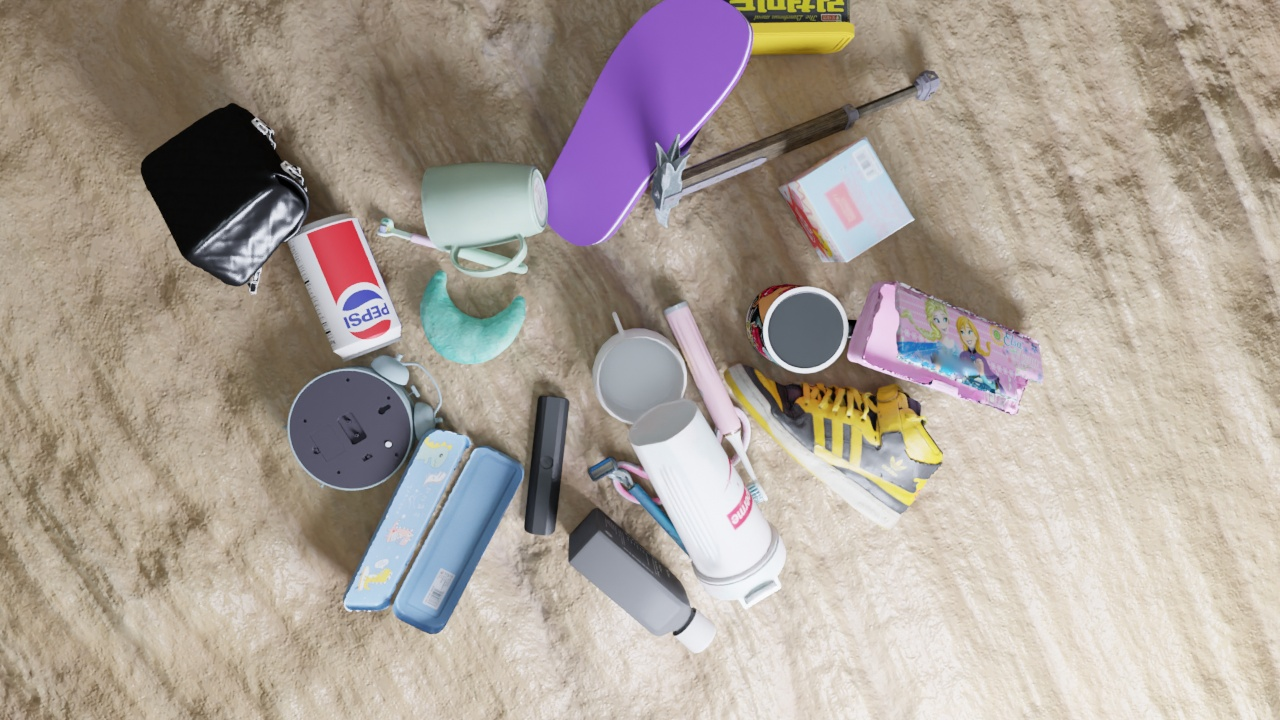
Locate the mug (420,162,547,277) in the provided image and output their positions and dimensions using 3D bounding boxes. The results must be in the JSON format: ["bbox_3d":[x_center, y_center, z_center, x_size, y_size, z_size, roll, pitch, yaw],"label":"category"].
[{"bbox_3d":[-0.146,-0.135,0.877,0.104,0.084,0.111,-3,78,9],"label":"mug"}]

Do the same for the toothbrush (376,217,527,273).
[{"bbox_3d":[-0.189,-0.114,0.926,0.155,0.015,0.022,16,65,-4],"label":"toothbrush"}]

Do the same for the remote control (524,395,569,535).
[{"bbox_3d":[-0.098,0.109,0.955,0.033,0.015,0.147,6,96,-3],"label":"remote control"}]

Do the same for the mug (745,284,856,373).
[{"bbox_3d":[0.171,-0.033,0.910,0.118,0.098,0.082,2,96,-3],"label":"mug"}]

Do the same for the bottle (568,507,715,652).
[{"bbox_3d":[0.004,0.232,0.941,0.174,0.083,0.046,42,93,-7],"label":"bottle"}]

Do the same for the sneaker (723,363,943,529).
[{"bbox_3d":[0.204,0.057,0.927,0.238,0.086,0.122,41,99,-10],"label":"sneaker"}]

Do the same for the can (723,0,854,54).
[{"bbox_3d":[0.136,-0.356,0.886,0.131,0.072,0.101,-2,94,-3],"label":"can"}]

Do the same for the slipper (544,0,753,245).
[{"bbox_3d":[0.008,-0.231,0.895,0.107,0.083,0.267,41,112,8],"label":"slipper"}]

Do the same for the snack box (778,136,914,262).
[{"bbox_3d":[0.198,-0.154,0.900,0.079,0.094,0.093,-33,97,2],"label":"snack box"}]

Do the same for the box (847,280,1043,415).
[{"bbox_3d":[0.312,-0.007,0.890,0.230,0.071,0.084,17,95,-30],"label":"box"}]

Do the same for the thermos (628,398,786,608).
[{"bbox_3d":[0.067,0.145,0.895,0.099,0.099,0.220,-30,115,1],"label":"thermos"}]

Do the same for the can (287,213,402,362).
[{"bbox_3d":[-0.288,-0.071,0.898,0.070,0.070,0.132,-21,97,0],"label":"can"}]

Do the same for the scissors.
[{"bbox_3d":[0.060,0.122,0.966,0.170,0.013,0.177,23,95,-5],"label":"scissors"}]

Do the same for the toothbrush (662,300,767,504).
[{"bbox_3d":[0.079,0.044,0.937,0.026,0.027,0.222,-24,90,7],"label":"toothbrush"}]

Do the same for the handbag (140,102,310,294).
[{"bbox_3d":[-0.373,-0.152,0.865,0.125,0.114,0.153,-41,56,1],"label":"handbag"}]

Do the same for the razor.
[{"bbox_3d":[0.008,0.152,0.953,0.144,0.022,0.042,45,134,-13],"label":"razor"}]

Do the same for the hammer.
[{"bbox_3d":[0.155,-0.217,0.897,0.316,0.147,0.028,-23,73,-11],"label":"hammer"}]

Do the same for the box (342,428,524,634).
[{"bbox_3d":[-0.214,0.175,0.947,0.125,0.043,0.209,26,95,-25],"label":"box"}]

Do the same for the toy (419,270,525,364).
[{"bbox_3d":[-0.173,-0.038,0.929,0.105,0.033,0.085,17,84,-4],"label":"toy"}]

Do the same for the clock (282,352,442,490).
[{"bbox_3d":[-0.277,0.060,0.927,0.159,0.045,0.122,-30,97,0],"label":"clock"}]

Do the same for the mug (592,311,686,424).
[{"bbox_3d":[-0.005,0.005,0.921,0.094,0.068,0.115,-22,97,0],"label":"mug"}]
